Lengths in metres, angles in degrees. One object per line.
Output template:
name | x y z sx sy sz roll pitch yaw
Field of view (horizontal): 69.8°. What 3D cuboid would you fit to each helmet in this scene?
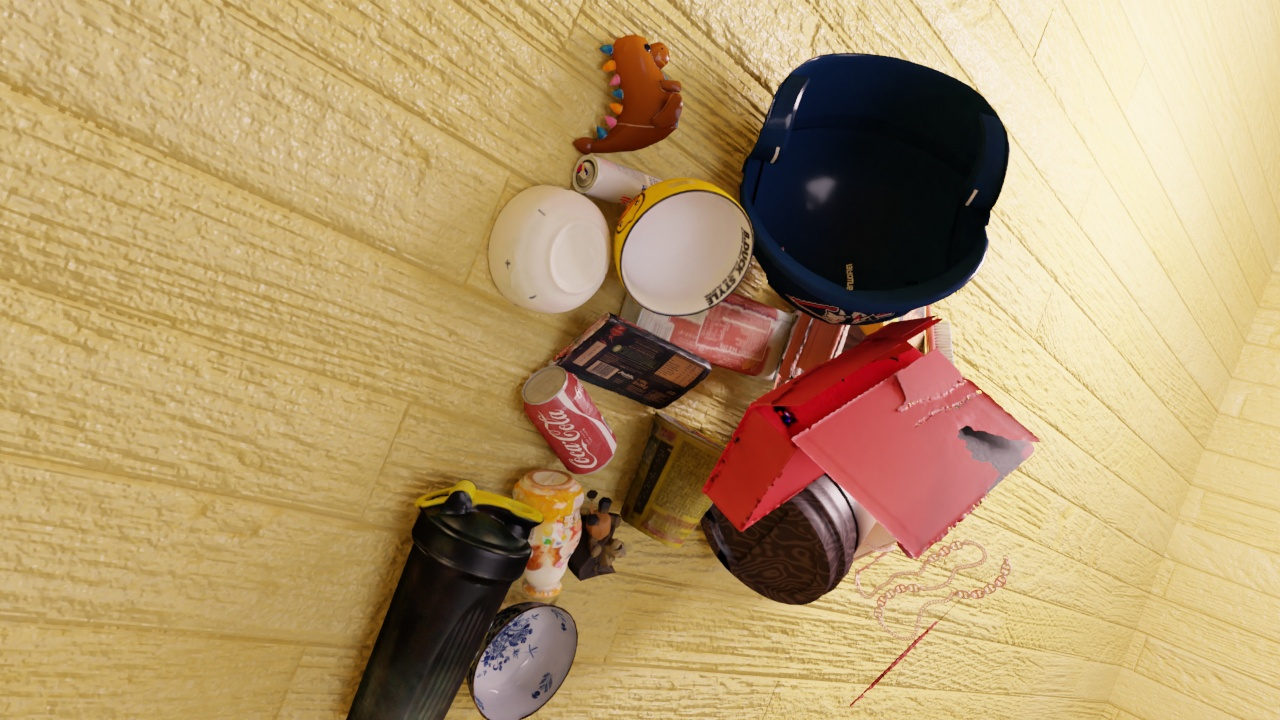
helmet | 0.203 -0.131 0.862 0.271 0.232 0.224 -72 173 -47

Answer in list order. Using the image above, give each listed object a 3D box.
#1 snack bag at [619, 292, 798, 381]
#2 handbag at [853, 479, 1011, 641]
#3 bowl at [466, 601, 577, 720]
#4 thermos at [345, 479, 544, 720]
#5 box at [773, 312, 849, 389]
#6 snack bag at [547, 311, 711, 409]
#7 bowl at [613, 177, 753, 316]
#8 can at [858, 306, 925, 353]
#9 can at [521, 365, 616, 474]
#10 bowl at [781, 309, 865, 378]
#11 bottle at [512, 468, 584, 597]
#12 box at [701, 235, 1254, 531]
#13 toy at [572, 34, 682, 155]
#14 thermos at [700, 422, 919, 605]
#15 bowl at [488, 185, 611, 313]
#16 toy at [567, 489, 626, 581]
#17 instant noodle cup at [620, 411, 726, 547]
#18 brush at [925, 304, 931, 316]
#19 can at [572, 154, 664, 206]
snack bag | 0.071 -0.036 0.910 0.225 0.041 0.077 15 94 -47
handbag | 0.309 0.248 1.093 0.116 0.199 0.187 -15 73 -51
bowl | -0.115 0.264 0.830 0.114 0.045 0.114 -17 116 -40
thermos | -0.164 0.207 0.736 0.098 0.098 0.221 20 96 -46
box | 0.192 -0.034 0.970 0.054 0.079 0.186 37 59 -15
snack bag | -0.005 0.005 0.837 0.075 0.018 0.155 -38 143 24
bowl | 0.030 -0.103 0.779 0.117 0.067 0.117 -9 125 -13
can | 0.285 -0.022 1.097 0.104 0.075 0.135 -29 123 -37
can | -0.062 0.053 0.801 0.054 0.054 0.096 -48 132 -21
bowl | 0.201 -0.002 1.023 0.119 0.032 0.119 9 63 -18
bottle | -0.084 0.153 0.808 0.063 0.063 0.109 -8 110 -42
box | 0.226 0.014 0.727 0.211 0.411 0.107 -25 85 -37
toy | -0.016 -0.219 0.765 0.103 0.070 0.090 -22 108 -11
thermos | 0.195 0.133 1.006 0.225 0.173 0.173 -36 127 -38
bowl | -0.066 -0.088 0.747 0.104 0.054 0.105 -18 118 -39
toy | -0.041 0.159 0.849 0.076 0.063 0.100 -50 154 -44
instant noodle cup | 0.036 0.119 0.893 0.102 0.102 0.108 25 94 -46
brush | 0.367 -0.042 1.137 0.172 0.030 0.041 -78 162 -44
can | -0.013 -0.150 0.790 0.095 0.032 0.032 8 99 -45
